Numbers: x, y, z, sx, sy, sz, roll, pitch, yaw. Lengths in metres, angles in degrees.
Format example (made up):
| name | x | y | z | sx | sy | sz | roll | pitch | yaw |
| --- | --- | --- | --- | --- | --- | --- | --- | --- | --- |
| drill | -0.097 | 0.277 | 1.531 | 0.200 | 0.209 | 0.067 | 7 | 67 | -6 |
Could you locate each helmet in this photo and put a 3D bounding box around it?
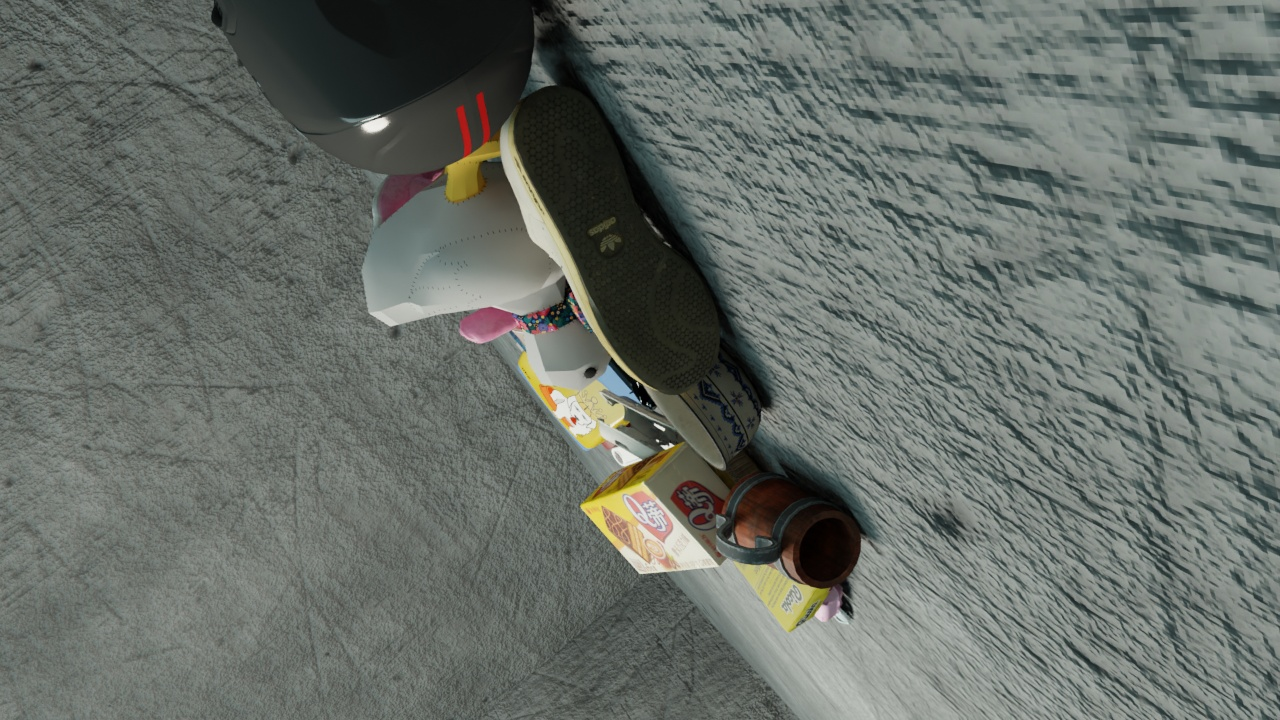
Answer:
| name | x | y | z | sx | sy | sz | roll | pitch | yaw |
| --- | --- | --- | --- | --- | --- | --- | --- | --- | --- |
| helmet | -0.159 | -0.204 | 0.564 | 0.265 | 0.164 | 0.170 | 41 | 165 | 48 |

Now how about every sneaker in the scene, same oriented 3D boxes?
| name | x | y | z | sx | sy | sz | roll | pitch | yaw |
| --- | --- | --- | --- | --- | --- | --- | --- | --- | --- |
| sneaker | -0.032 | -0.079 | 0.663 | 0.102 | 0.088 | 0.241 | 16 | 140 | 59 |

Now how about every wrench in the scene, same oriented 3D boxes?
| name | x | y | z | sx | sy | sz | roll | pitch | yaw |
| --- | --- | --- | --- | --- | --- | --- | --- | --- | --- |
| wrench | 0.011 | 0.116 | 1.224 | 0.066 | 0.018 | 0.274 | 56 | 158 | -1 |

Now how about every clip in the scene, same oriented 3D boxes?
| name | x | y | z | sx | sy | sz | roll | pitch | yaw |
| --- | --- | --- | --- | --- | --- | --- | --- | --- | --- |
| clip | 0.020 | 0.098 | 1.017 | 0.126 | 0.091 | 0.151 | 28 | 164 | 38 |

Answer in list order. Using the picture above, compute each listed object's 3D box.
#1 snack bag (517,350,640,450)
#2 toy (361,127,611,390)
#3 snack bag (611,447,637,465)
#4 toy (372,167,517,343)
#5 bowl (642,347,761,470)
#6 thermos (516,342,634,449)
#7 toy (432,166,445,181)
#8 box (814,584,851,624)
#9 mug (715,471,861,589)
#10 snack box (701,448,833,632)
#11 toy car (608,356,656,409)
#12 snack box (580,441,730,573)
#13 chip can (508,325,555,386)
| name | x | y | z | sx | sy | sz | roll | pitch | yaw |
| --- | --- | --- | --- | --- | --- | --- | --- | --- | --- |
| snack bag | -0.061 | 0.012 | 1.137 | 0.159 | 0.102 | 0.206 | 51 | 158 | 3 |
| toy | -0.117 | -0.080 | 0.802 | 0.140 | 0.246 | 0.268 | -113 | 11 | -59 |
| snack bag | -0.010 | 0.122 | 1.384 | 0.205 | 0.058 | 0.096 | 42 | 166 | 43 |
| toy | -0.129 | -0.117 | 0.903 | 0.265 | 0.186 | 0.128 | 32 | 136 | -14 |
| bowl | 0.054 | 0.027 | 0.754 | 0.115 | 0.059 | 0.115 | 49 | 170 | 11 |
| thermos | -0.085 | 0.028 | 1.306 | 0.198 | 0.084 | 0.108 | 49 | 169 | -2 |
| toy | -0.242 | -0.212 | 1.136 | 0.108 | 0.105 | 0.134 | 27 | 152 | 42 |
| box | 0.154 | 0.219 | 1.044 | 0.201 | 0.044 | 0.155 | 44 | 168 | 32 |
| mug | 0.114 | 0.148 | 0.787 | 0.111 | 0.117 | 0.081 | -163 | 72 | -67 |
| snack box | 0.122 | 0.173 | 0.929 | 0.181 | 0.045 | 0.121 | 51 | 153 | 28 |
| toy car | -0.006 | 0.006 | 0.984 | 0.112 | 0.046 | 0.034 | 48 | 169 | 27 |
| snack box | 0.021 | 0.159 | 0.959 | 0.110 | 0.061 | 0.231 | 49 | 156 | -2 |
| chip can | -0.140 | -0.079 | 1.011 | 0.229 | 0.079 | 0.080 | 51 | 171 | -9 |
